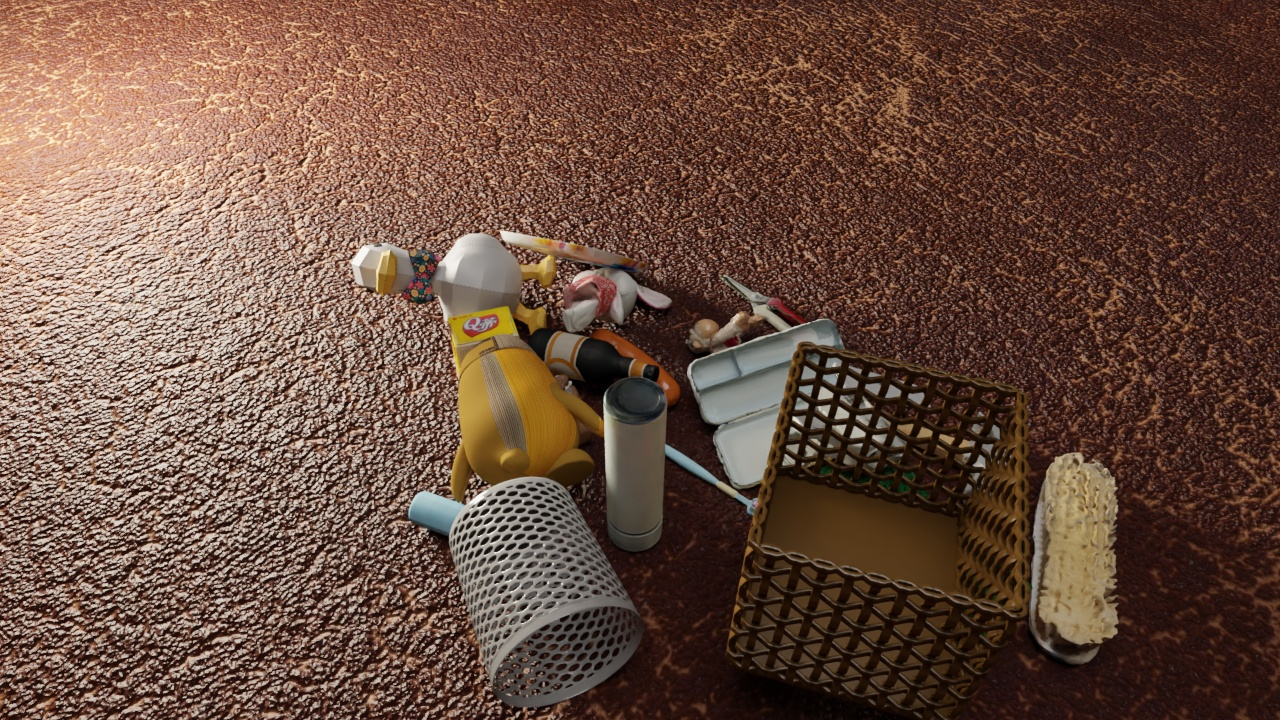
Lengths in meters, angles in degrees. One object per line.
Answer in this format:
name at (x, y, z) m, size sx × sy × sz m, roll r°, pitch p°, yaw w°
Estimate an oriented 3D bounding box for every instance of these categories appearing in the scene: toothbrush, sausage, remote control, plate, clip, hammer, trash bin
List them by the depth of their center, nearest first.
trash bin at (-0.106, 0.232, 0.950) m, size 0.156 × 0.157 × 0.183 m, roll -17°, pitch 46°, yaw -18°
clip at (0.231, 0.081, 1.075) m, size 0.143 × 0.074 × 0.124 m, roll -5°, pitch 30°, yaw -19°
toothbrush at (0.082, 0.144, 1.135) m, size 0.155 × 0.016 × 0.022 m, roll 31°, pitch 90°, yaw 25°
remote control at (0.305, 0.035, 1.158) m, size 0.146 × 0.008 × 0.045 m, roll 14°, pitch 38°, yaw -26°
hammer at (0.311, 0.078, 1.192) m, size 0.328 × 0.039 × 0.130 m, roll 22°, pitch 48°, yaw 20°
sausage at (-0.007, 0.007, 1.248) m, size 0.044 × 0.039 × 0.164 m, roll -38°, pitch 57°, yaw -23°
plate at (-0.095, -0.155, 1.336) m, size 0.187 × 0.016 × 0.186 m, roll 14°, pitch 4°, yaw 26°

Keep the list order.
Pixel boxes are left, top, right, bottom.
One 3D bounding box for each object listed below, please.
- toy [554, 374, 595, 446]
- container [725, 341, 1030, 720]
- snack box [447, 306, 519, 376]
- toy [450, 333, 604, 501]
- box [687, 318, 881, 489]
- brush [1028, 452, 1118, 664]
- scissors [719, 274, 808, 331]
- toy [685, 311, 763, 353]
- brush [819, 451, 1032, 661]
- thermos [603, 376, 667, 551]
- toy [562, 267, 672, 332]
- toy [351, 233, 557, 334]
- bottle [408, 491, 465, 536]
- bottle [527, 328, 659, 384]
toy at (-0.094, 0.058, 1.190) m, size 0.042 × 0.055 × 0.101 m, roll -38°, pitch 39°, yaw 16°
container at (0.221, 0.163, 0.874) m, size 0.220 × 0.215 × 0.250 m, roll 13°, pitch 47°, yaw 10°
snack box at (-0.204, -0.009, 1.212) m, size 0.083 × 0.106 × 0.061 m, roll -12°, pitch 47°, yaw -13°
toy at (-0.152, 0.064, 1.114) m, size 0.199 × 0.162 × 0.203 m, roll -26°, pitch 60°, yaw 5°
box at (0.183, 0.054, 1.173) m, size 0.210 × 0.061 × 0.192 m, roll -20°, pitch 73°, yaw -3°
brush at (0.494, 0.218, 1.046) m, size 0.083 × 0.057 × 0.270 m, roll 16°, pitch 47°, yaw 15°
scissors at (0.196, -0.077, 1.354) m, size 0.146 × 0.015 × 0.187 m, roll -5°, pitch 46°, yaw -5°
toy at (0.114, -0.033, 1.280) m, size 0.106 × 0.074 × 0.085 m, roll -3°, pitch 10°, yaw 24°
brush at (0.273, 0.228, 1.017) m, size 0.194 × 0.075 × 0.250 m, roll -21°, pitch 50°, yaw -21°
thermos at (-0.006, 0.119, 1.006) m, size 0.068 × 0.230 × 0.067 m, roll 0°, pitch 45°, yaw 0°
toy at (-0.051, -0.089, 1.299) m, size 0.159 × 0.084 × 0.193 m, roll 16°, pitch 22°, yaw 15°
toy at (-0.256, -0.110, 1.267) m, size 0.267 × 0.141 × 0.247 m, roll 10°, pitch 7°, yaw -12°
bottle at (-0.204, 0.189, 1.065) m, size 0.130 × 0.040 × 0.040 m, roll 16°, pitch 48°, yaw 14°
bottle at (-0.061, 0.001, 1.221) m, size 0.182 × 0.059 × 0.059 m, roll 12°, pitch 46°, yaw 22°
